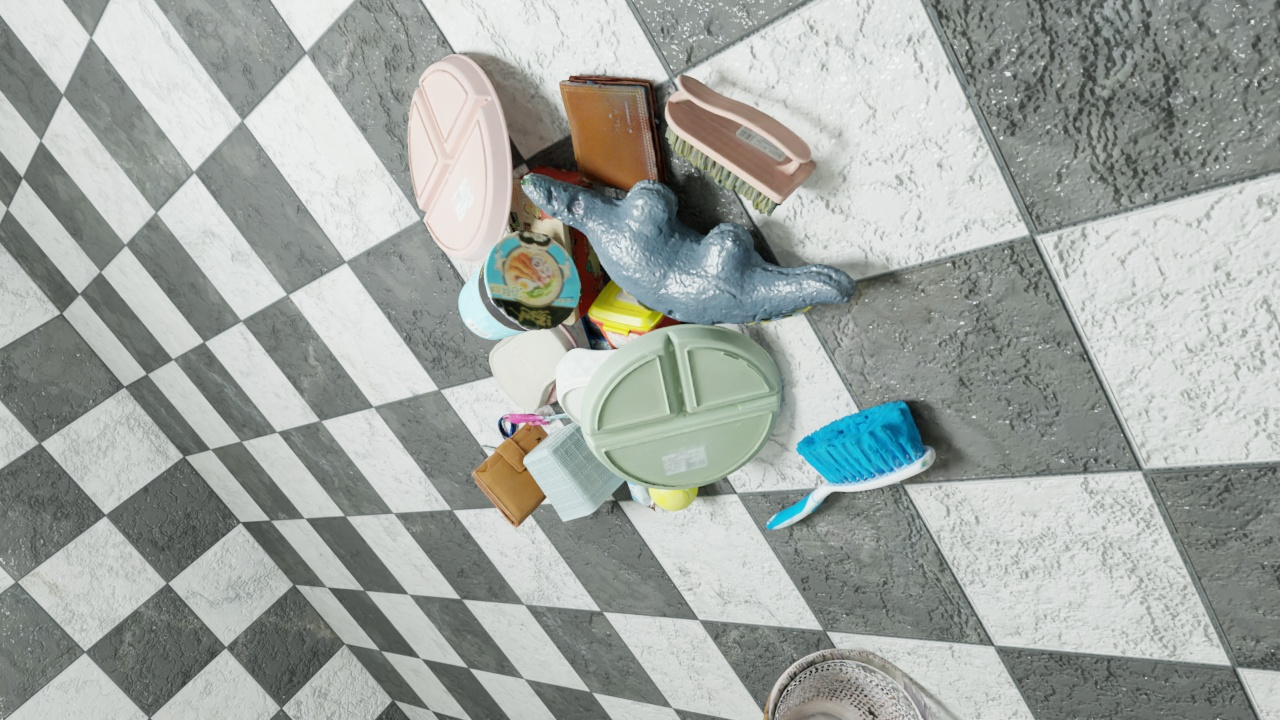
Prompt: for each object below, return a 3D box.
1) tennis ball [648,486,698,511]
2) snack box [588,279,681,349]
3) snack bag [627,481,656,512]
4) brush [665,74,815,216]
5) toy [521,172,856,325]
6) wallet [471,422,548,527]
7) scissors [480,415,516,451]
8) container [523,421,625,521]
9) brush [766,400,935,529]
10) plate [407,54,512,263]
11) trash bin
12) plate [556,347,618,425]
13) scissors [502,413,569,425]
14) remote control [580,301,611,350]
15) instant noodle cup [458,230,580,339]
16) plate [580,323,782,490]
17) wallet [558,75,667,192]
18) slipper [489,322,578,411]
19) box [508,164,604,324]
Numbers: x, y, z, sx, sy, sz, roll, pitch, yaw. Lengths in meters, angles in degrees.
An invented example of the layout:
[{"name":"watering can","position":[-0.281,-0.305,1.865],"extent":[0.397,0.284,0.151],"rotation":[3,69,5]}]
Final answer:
[{"name":"tennis ball","position":[0.044,0.167,1.214],"extent":[0.065,0.065,0.066],"rotation":[25,139,24]},{"name":"snack box","position":[-0.002,-0.045,1.044],"extent":[0.091,0.081,0.080],"rotation":[15,145,31]},{"name":"snack bag","position":[-0.004,0.171,1.296],"extent":[0.048,0.026,0.104],"rotation":[24,140,43]},{"name":"brush","position":[0.085,-0.199,0.828],"extent":[0.145,0.063,0.073],"rotation":[37,147,12]},{"name":"toy","position":[0.039,-0.102,0.928],"extent":[0.356,0.091,0.138],"rotation":[23,150,16]},{"name":"wallet","position":[-0.173,0.164,1.359],"extent":[0.108,0.131,0.031],"rotation":[52,145,-8]},{"name":"scissors","position":[-0.198,0.149,1.466],"extent":[0.162,0.012,0.176],"rotation":[26,140,22]},{"name":"container","position":[-0.098,0.157,1.319],"extent":[0.111,0.089,0.090],"rotation":[54,142,-9]},{"name":"brush","position":[0.210,0.131,1.041],"extent":[0.109,0.060,0.315],"rotation":[47,146,-9]},{"name":"plate","position":[-0.209,-0.222,1.025],"extent":[0.230,0.028,0.230],"rotation":[22,118,49]},{"name":"trash bin","position":[0.268,0.531,1.255],"extent":[0.227,0.227,0.192],"rotation":[31,154,16]},{"name":"plate","position":[-0.010,0.054,1.105],"extent":[0.205,0.045,0.205],"rotation":[15,153,8]},{"name":"scissors","position":[-0.127,0.084,1.321],"extent":[0.138,0.017,0.093],"rotation":[-4,165,23]},{"name":"remote control","position":[-0.042,-0.024,1.144],"extent":[0.049,0.024,0.125],"rotation":[12,134,35]},{"name":"instant noodle cup","position":[-0.143,-0.074,1.015],"extent":[0.111,0.111,0.121],"rotation":[53,148,-11]},{"name":"plate","position":[0.048,0.060,1.018],"extent":[0.230,0.027,0.231],"rotation":[-4,126,-6]},{"name":"wallet","position":[-0.024,-0.227,0.930],"extent":[0.101,0.032,0.125],"rotation":[15,135,30]},{"name":"slipper","position":[-0.136,-0.002,1.225],"extent":[0.114,0.054,0.275],"rotation":[49,153,1]},{"name":"box","position":[-0.091,-0.135,1.053],"extent":[0.091,0.076,0.168],"rotation":[18,130,32]}]
